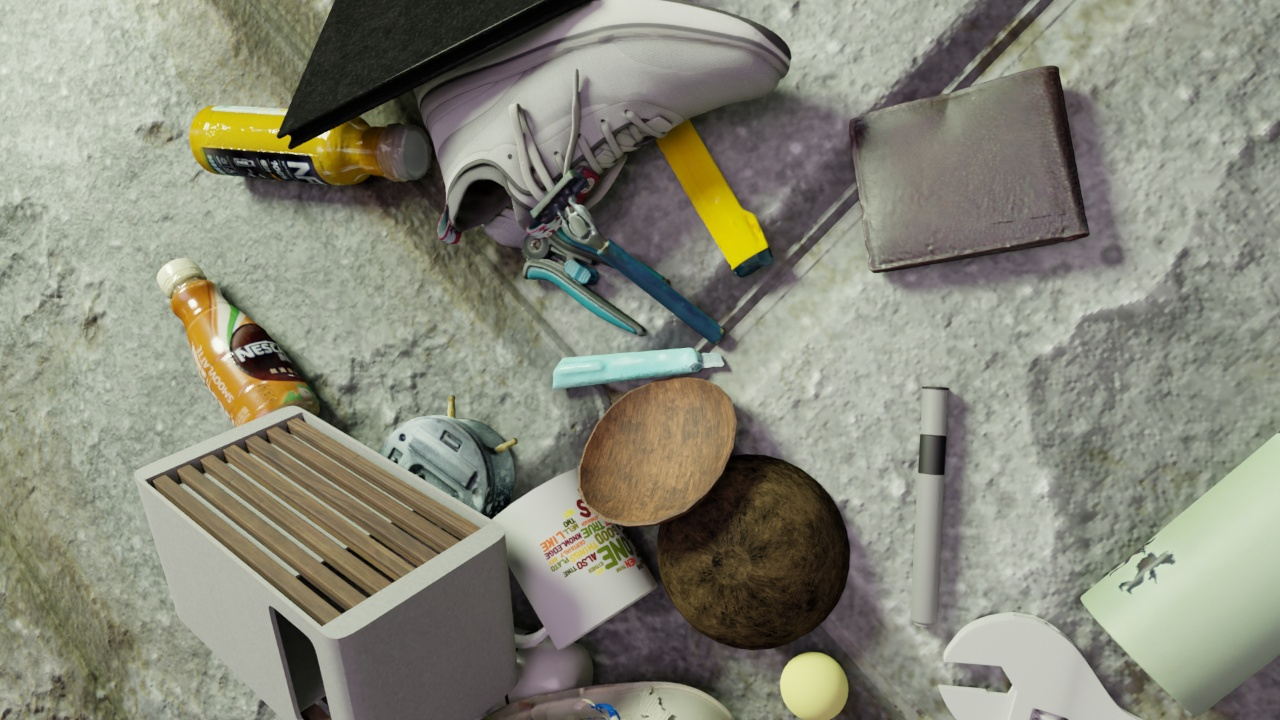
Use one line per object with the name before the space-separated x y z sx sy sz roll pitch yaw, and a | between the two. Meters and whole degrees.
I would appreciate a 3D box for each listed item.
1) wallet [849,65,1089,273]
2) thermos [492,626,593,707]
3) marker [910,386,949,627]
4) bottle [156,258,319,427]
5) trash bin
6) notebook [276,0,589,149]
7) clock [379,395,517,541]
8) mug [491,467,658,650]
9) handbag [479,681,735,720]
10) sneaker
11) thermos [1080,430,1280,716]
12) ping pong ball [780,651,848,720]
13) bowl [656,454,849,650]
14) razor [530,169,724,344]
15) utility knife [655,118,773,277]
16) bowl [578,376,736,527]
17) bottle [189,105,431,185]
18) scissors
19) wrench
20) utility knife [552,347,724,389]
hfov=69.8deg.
wallet | 0.187 -0.108 0.535 0.120 0.031 0.099 -10 83 22
thermos | -0.141 0.199 0.633 0.224 0.052 0.052 6 91 20
marker | 0.170 0.086 0.541 0.016 0.016 0.140 3 90 20
bottle | -0.312 -0.009 0.697 0.059 0.059 0.167 -44 75 14
trash bin | -0.196 0.134 0.572 0.229 0.114 0.115 21 124 36
notebook | -0.129 -0.239 0.602 0.232 0.019 0.168 -17 49 24
clock | -0.140 0.094 0.636 0.090 0.052 0.129 33 99 18
mug | -0.056 0.134 0.587 0.105 0.073 0.089 -33 77 0
handbag | -0.033 0.291 0.545 0.200 0.093 0.201 -4 96 9
sneaker | -0.034 -0.144 0.573 0.264 0.096 0.128 -2 89 28
thermos | 0.332 0.070 0.447 0.232 0.082 0.082 -46 75 14
ping pong ball | 0.104 0.195 0.550 0.040 0.040 0.040 -1 88 20
bowl | 0.062 0.120 0.558 0.121 0.056 0.121 -1 88 20
razor | -0.002 -0.056 0.568 0.144 0.022 0.042 39 123 -17
utility knife | 0.027 -0.143 0.598 0.030 0.018 0.206 -32 78 12
bowl | 0.014 0.061 0.573 0.102 0.026 0.114 -3 47 28
bottle | -0.244 -0.158 0.680 0.186 0.053 0.053 8 91 20
scissors | -0.048 -0.062 0.624 0.132 0.019 0.148 -16 84 18
wrench | 0.301 0.212 0.491 0.273 0.018 0.087 15 92 18
utility knife | -0.004 0.004 0.608 0.120 0.015 0.022 -6 71 19
